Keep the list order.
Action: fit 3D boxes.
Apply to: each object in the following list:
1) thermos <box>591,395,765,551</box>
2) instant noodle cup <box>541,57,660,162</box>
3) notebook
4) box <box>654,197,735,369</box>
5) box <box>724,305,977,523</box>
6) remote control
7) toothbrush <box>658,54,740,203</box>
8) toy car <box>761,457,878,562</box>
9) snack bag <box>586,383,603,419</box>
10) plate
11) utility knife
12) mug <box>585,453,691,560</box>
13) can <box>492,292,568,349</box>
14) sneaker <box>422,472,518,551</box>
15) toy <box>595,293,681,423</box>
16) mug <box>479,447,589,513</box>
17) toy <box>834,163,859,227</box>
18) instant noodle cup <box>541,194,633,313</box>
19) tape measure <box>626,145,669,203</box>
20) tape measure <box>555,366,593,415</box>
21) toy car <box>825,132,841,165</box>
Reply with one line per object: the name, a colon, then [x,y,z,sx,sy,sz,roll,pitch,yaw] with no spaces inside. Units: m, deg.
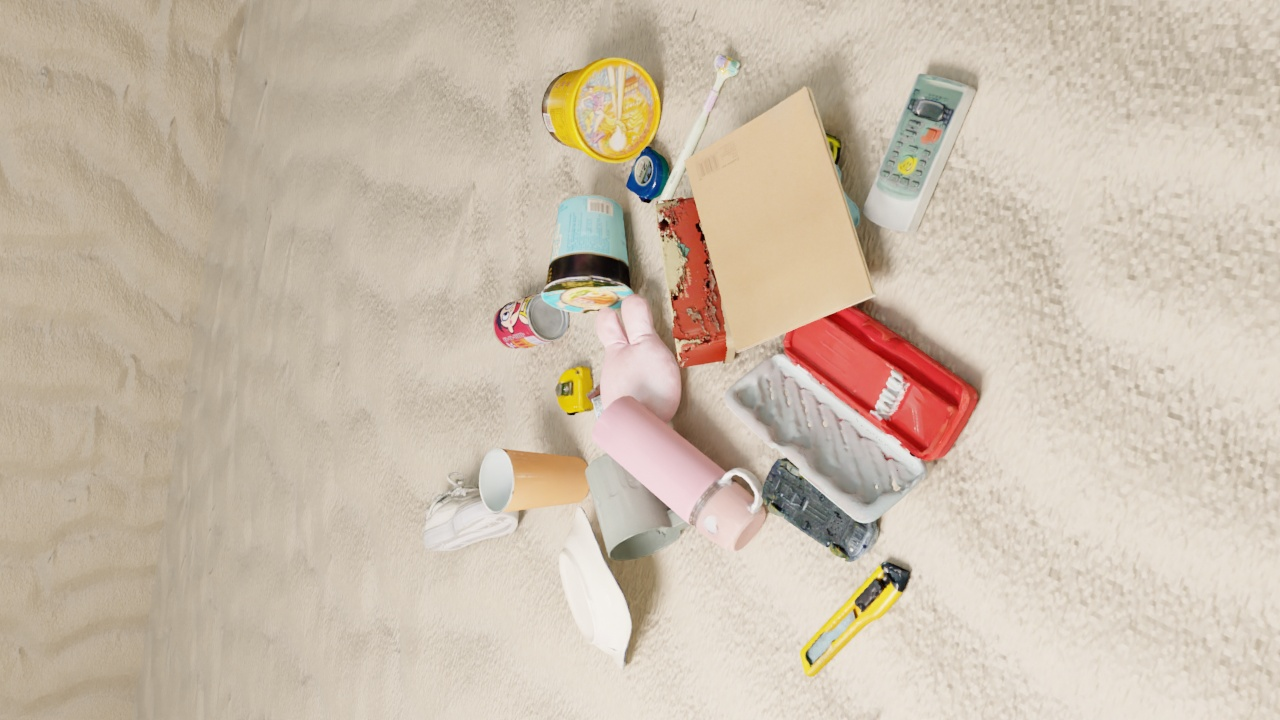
thermos: [0.042,0.109,0.946,0.198,0.067,0.087,37,124,30]
instant noodle cup: [-0.055,-0.302,1.107,0.114,0.118,0.118,25,105,56]
notebook: [0.125,-0.132,0.870,0.150,0.012,0.211,-24,72,34]
box: [0.049,-0.081,0.955,0.091,0.077,0.168,77,-175,-75]
box: [0.184,0.036,0.823,0.160,0.065,0.201,-52,47,6]
remote control: [0.243,-0.181,0.808,0.056,0.019,0.135,37,114,45]
toothbrush: [0.059,-0.251,1.035,0.020,0.029,0.190,-69,5,-65]
toy car: [0.167,0.136,0.853,0.121,0.036,0.054,34,111,36]
snack bag: [-0.035,0.075,1.105,0.048,0.026,0.104,-39,57,33]
plate: [-0.059,0.267,1.055,0.165,0.034,0.163,99,149,-48]
utility knife: [0.190,0.235,0.828,0.154,0.015,0.033,-58,44,29]
mug: [0.006,0.150,1.019,0.124,0.083,0.103,-29,60,15]
can: [-0.148,-0.051,1.222,0.094,0.066,0.066,-11,77,49]
sneaker: [-0.241,0.207,1.297,0.243,0.089,0.090,-30,59,51]
toy: [-0.006,0.006,1.054,0.122,0.054,0.159,-21,76,43]
mug: [-0.127,0.149,1.132,0.078,0.122,0.078,-9,78,49]
toy: [0.135,-0.140,0.906,0.156,0.049,0.162,50,131,29]
instant noodle cup: [-0.062,-0.131,1.109,0.111,0.111,0.120,-21,62,47]
tape measure: [0.011,-0.217,1.083,0.054,0.025,0.058,48,125,39]
tape measure: [-0.086,0.039,1.168,0.057,0.028,0.060,-15,75,49]
toy car: [0.153,-0.211,0.909,0.105,0.032,0.048,36,113,44]
